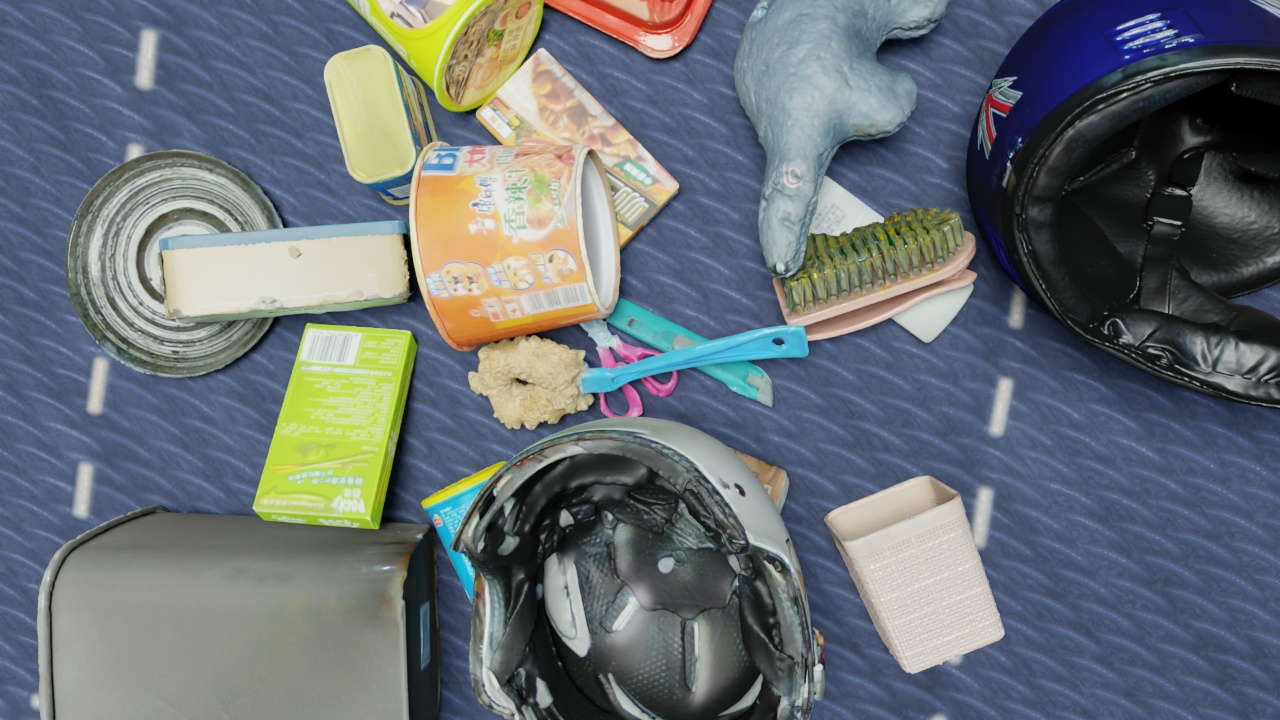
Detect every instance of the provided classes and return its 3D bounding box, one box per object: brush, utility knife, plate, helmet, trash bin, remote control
[{"bbox_3d":[-0.004,0.004,0.683,0.255,0.045,0.083,-9,120,11],"label":"brush"},{"bbox_3d":[0.026,-0.015,0.715,0.182,0.013,0.029,27,69,-2],"label":"utility knife"},{"bbox_3d":[-0.365,-0.076,0.730,0.179,0.024,0.179,0,90,1],"label":"plate"},{"bbox_3d":[0.173,-0.063,0.673,0.146,0.063,0.073,-18,125,9],"label":"brush"},{"bbox_3d":[0.008,0.155,0.613,0.230,0.156,0.274,-10,107,21],"label":"helmet"},{"bbox_3d":[-0.263,0.205,0.655,0.219,0.198,0.199,-2,92,-5],"label":"trash bin"},{"bbox_3d":[0.376,-0.121,0.591,0.315,0.239,0.248,25,129,8],"label":"helmet"},{"bbox_3d":[0.180,-0.079,0.709,0.150,0.021,0.058,37,100,2],"label":"remote control"}]

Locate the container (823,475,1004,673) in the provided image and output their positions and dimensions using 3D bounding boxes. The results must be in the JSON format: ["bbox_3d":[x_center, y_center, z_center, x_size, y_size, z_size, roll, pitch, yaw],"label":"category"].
[{"bbox_3d":[0.204,0.158,0.682,0.090,0.090,0.111,-22,93,2],"label":"container"}]

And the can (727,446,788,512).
[{"bbox_3d":[0.050,0.090,0.699,0.116,0.058,0.058,23,91,1],"label":"can"}]

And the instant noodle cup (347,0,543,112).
[{"bbox_3d":[-0.154,-0.268,0.683,0.123,0.111,0.111,41,92,9],"label":"instant noodle cup"}]

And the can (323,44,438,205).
[{"bbox_3d":[-0.192,-0.176,0.691,0.057,0.083,0.102,-15,90,2],"label":"can"}]

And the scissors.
[{"bbox_3d":[-0.021,-0.022,0.723,0.073,0.017,0.137,-28,86,0],"label":"scissors"}]

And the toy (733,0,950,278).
[{"bbox_3d":[0.144,-0.229,0.668,0.138,0.091,0.356,26,79,7],"label":"toy"}]

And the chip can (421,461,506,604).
[{"bbox_3d":[-0.090,0.186,0.700,0.071,0.071,0.210,-25,90,2],"label":"chip can"}]

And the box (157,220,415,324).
[{"bbox_3d":[-0.249,-0.065,0.678,0.184,0.090,0.061,-9,92,-16],"label":"box"}]

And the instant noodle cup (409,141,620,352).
[{"bbox_3d":[-0.081,-0.085,0.648,0.111,0.151,0.151,-5,90,11],"label":"instant noodle cup"}]

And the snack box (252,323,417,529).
[{"bbox_3d":[-0.225,0.046,0.688,0.086,0.026,0.156,3,61,1],"label":"snack box"}]

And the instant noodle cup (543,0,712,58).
[{"bbox_3d":[-0.005,-0.343,0.686,0.164,0.079,0.189,25,94,3],"label":"instant noodle cup"}]

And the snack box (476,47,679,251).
[{"bbox_3d":[-0.048,-0.162,0.715,0.075,0.026,0.153,-45,89,2],"label":"snack box"}]
